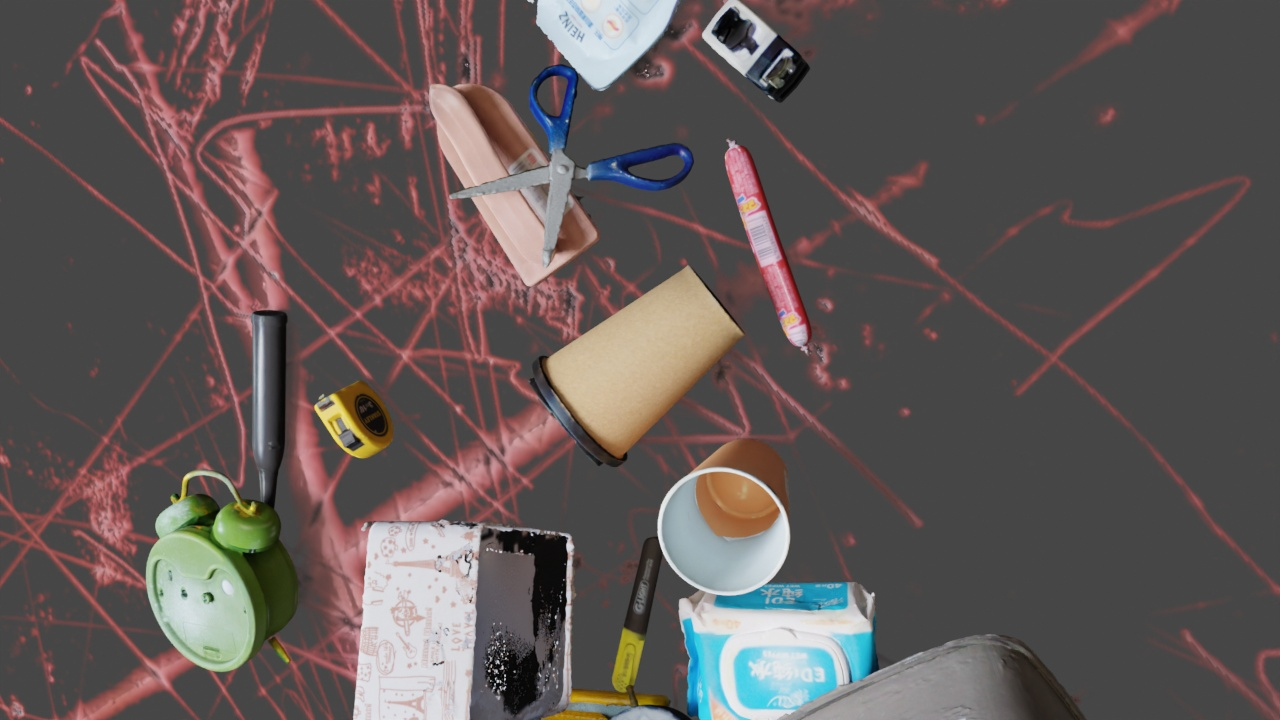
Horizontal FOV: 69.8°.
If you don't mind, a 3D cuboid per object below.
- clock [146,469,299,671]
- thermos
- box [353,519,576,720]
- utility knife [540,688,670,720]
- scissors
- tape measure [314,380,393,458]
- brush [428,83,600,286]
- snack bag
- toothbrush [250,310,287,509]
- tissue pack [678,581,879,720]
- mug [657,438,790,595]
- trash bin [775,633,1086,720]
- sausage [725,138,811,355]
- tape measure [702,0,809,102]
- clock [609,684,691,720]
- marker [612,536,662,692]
[{"bbox_3d":[-0.329,0.163,0.723,0.116,0.056,0.161,1,104,25],"label":"clock"},{"bbox_3d":[-0.004,0.004,0.620,0.143,0.093,0.093,-39,88,7],"label":"thermos"},{"bbox_3d":[-0.124,0.236,0.600,0.107,0.178,0.271,11,80,18],"label":"box"},{"bbox_3d":[-0.053,0.263,0.702,0.155,0.015,0.033,-1,100,13],"label":"utility knife"},{"bbox_3d":[-0.042,-0.130,0.598,0.162,0.012,0.175,2,60,-15],"label":"scissors"},{"bbox_3d":[-0.214,0.046,0.688,0.029,0.060,0.057,-30,96,14],"label":"tape measure"},{"bbox_3d":[-0.091,-0.126,0.625,0.063,0.073,0.145,-34,88,17],"label":"brush"},{"bbox_3d":[0.005,-0.280,0.598,0.191,0.038,0.110,-43,92,17],"label":"snack bag"},{"bbox_3d":[-0.294,0.067,0.727,0.027,0.026,0.213,12,104,30],"label":"toothbrush"},{"bbox_3d":[0.098,0.205,0.632,0.140,0.063,0.090,-4,98,14],"label":"tissue pack"},{"bbox_3d":[0.063,0.092,0.594,0.078,0.122,0.078,2,99,14],"label":"mug"},{"bbox_3d":[0.192,0.316,0.517,0.199,0.219,0.198,-32,113,18],"label":"trash bin"},{"bbox_3d":[0.086,-0.076,0.617,0.020,0.020,0.156,-19,93,15],"label":"sausage"},{"bbox_3d":[0.072,-0.196,0.578,0.066,0.065,0.034,43,107,3],"label":"tape measure"},{"bbox_3d":[0.018,0.292,0.641,0.122,0.055,0.082,36,83,17],"label":"clock"},{"bbox_3d":[-0.002,0.188,0.680,0.018,0.015,0.124,14,100,8],"label":"marker"}]
